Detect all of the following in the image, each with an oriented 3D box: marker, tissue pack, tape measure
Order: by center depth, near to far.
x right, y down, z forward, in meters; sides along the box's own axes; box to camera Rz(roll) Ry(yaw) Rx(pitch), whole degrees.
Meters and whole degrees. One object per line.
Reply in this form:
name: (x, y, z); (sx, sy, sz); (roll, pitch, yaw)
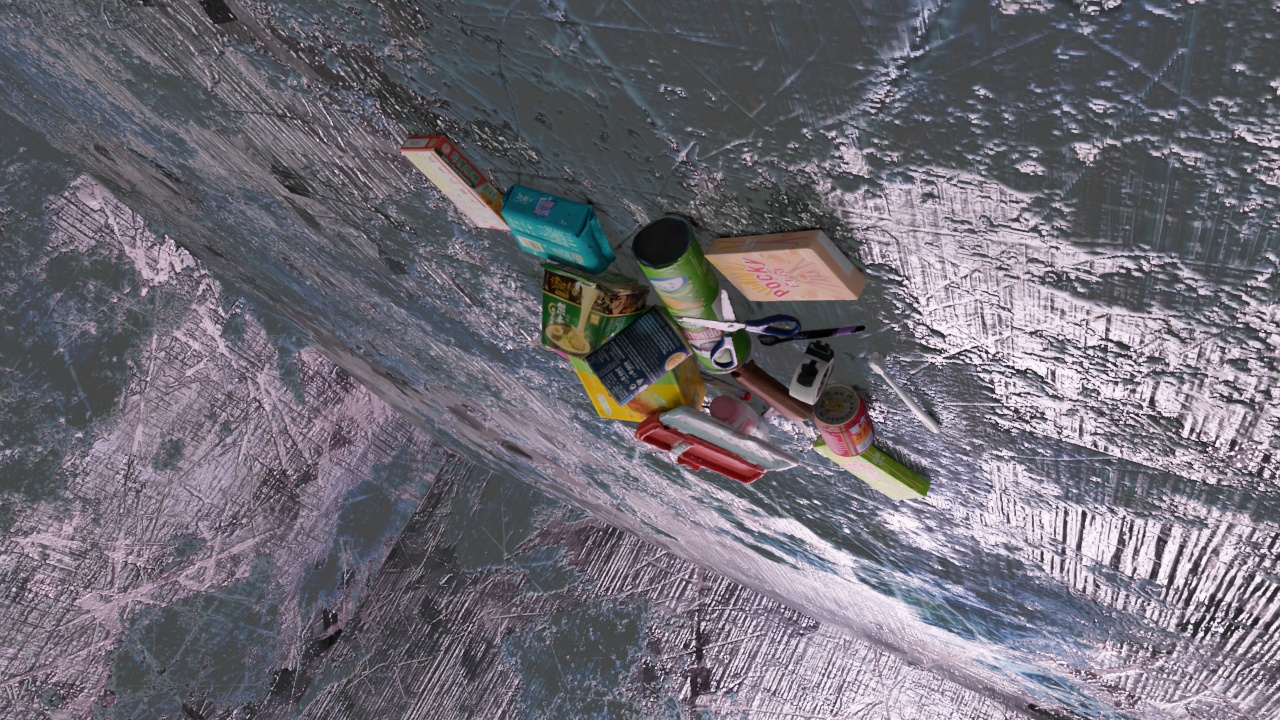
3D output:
tape measure: (0.204, 0.017, 1.095); (0.033, 0.066, 0.066); (24, 163, 20)
tissue pack: (-0.098, -0.158, 1.103); (0.133, 0.050, 0.093); (21, 161, 22)
marker: (0.102, 0.029, 1.347); (0.145, 0.017, 0.017); (24, 164, 40)

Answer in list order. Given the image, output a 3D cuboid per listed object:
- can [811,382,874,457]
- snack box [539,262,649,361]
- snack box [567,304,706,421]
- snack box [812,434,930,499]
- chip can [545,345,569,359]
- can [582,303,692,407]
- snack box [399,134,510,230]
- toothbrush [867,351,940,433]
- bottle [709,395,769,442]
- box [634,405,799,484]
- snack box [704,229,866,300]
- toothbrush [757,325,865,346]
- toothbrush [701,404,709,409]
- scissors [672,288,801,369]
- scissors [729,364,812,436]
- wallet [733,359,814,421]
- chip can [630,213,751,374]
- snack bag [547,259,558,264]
can: (0.259, 0.076, 1.174); (0.067, 0.066, 0.094); (18, 160, 33)
snack box: (-0.066, -0.060, 1.160); (0.117, 0.106, 0.118); (22, -165, 24)
snack box: (-0.008, 0.008, 1.298); (0.158, 0.069, 0.210); (6, 147, 22)
snack box: (0.337, 0.154, 1.343); (0.156, 0.026, 0.086); (33, 162, -10)
chip can: (-0.043, 0.003, 1.444); (0.210, 0.071, 0.071); (33, 163, -14)
can: (-0.004, -0.005, 1.096); (0.075, 0.111, 0.075); (53, 180, 0)
snack box: (-0.225, -0.223, 1.160); (0.077, 0.027, 0.156); (13, 157, 43)
toothbrush: (0.314, 0.041, 1.080); (0.016, 0.016, 0.180); (12, 159, 49)
bottle: (0.144, 0.095, 1.367); (0.068, 0.068, 0.197); (22, 170, 23)
box: (0.108, 0.119, 1.311); (0.201, 0.039, 0.158); (25, 149, -19)
snack box: (0.145, -0.095, 0.937); (0.084, 0.026, 0.157); (39, 160, -30)
toothbrush: (0.193, -0.031, 1.065); (0.016, 0.014, 0.189); (39, 160, -21)
toothbrush: (0.073, 0.071, 1.546); (0.181, 0.018, 0.015); (17, 163, 38)
scissors: (0.109, -0.035, 1.039); (0.174, 0.012, 0.163); (-5, 150, -15)
scissors: (0.203, 0.057, 1.301); (0.225, 0.015, 0.189); (39, 160, -33)
wallet: (0.170, 0.041, 1.175); (0.101, 0.032, 0.124); (38, 179, 3)
chip can: (0.064, -0.071, 1.059); (0.072, 0.072, 0.236); (18, 159, 32)
snack bag: (-0.111, -0.125, 1.258); (0.048, 0.026, 0.104); (20, 161, 9)
